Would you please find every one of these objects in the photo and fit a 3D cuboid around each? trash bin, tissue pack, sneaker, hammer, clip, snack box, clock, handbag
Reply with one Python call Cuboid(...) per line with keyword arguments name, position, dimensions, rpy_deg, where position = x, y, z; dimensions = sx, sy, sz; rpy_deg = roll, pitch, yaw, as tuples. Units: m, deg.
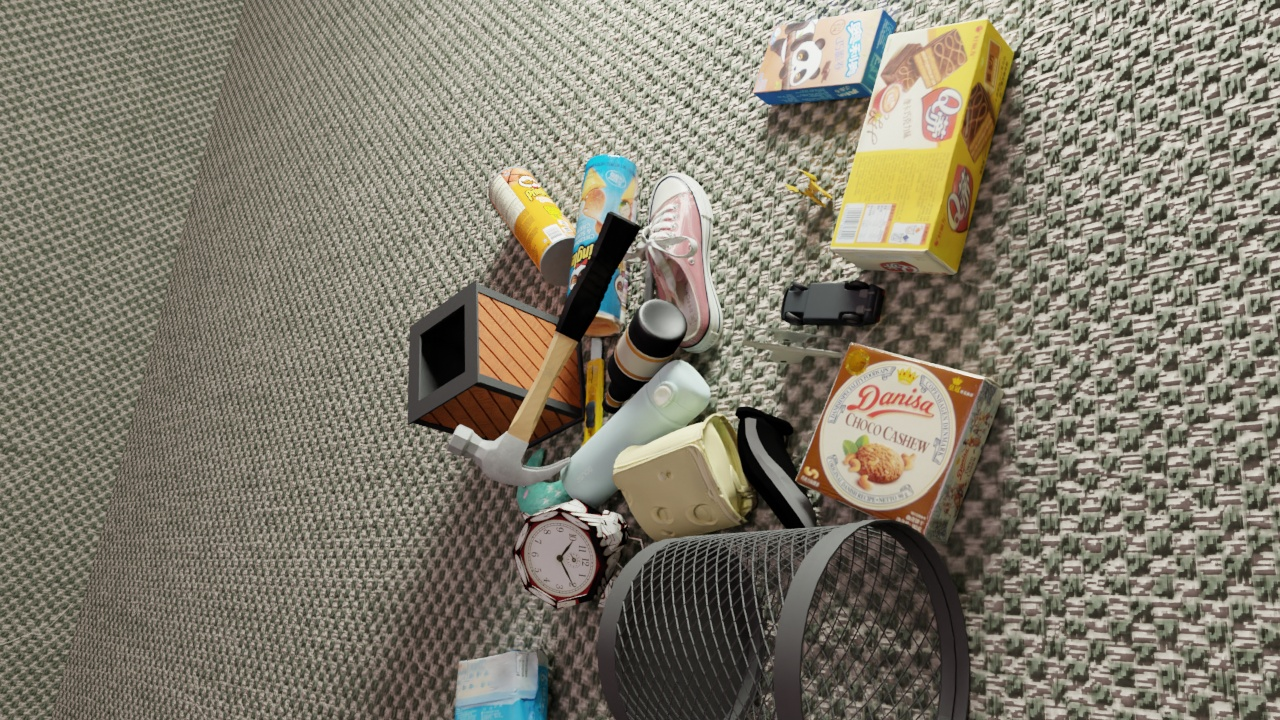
Cuboid(name="trash bin", position=(0.109, 0.242, 0.753), dimensions=(0.228, 0.217, 0.217), rpy_deg=(-11, 66, 47))
Cuboid(name="tissue pack", position=(-0.164, 0.394, 1.076), dimensions=(0.145, 0.061, 0.092), rpy_deg=(-24, 56, 35))
Cuboid(name="trash bin", position=(-0.183, 0.015, 1.172), dimensions=(0.140, 0.171, 0.139), rpy_deg=(-28, 55, 35))
Cuboid(name="sneaker", position=(0.035, -0.124, 1.069), dimensions=(0.119, 0.087, 0.240), rpy_deg=(-29, 55, 34))
Cuboid(name="hammer", position=(-0.090, -0.013, 1.039), dimensions=(0.328, 0.131, 0.039), rpy_deg=(-64, 5, -1))
Cuboid(name="clip", position=(0.152, -0.023, 0.933), dimensions=(0.058, 0.102, 0.050), rpy_deg=(106, 173, -86))
Cuboid(name="clip", position=(0.183, -0.186, 0.979), dimensions=(0.049, 0.054, 0.045), rpy_deg=(6, 96, 24))
Cuboid(name="snack box", position=(0.229, 0.069, 0.822), dimensions=(0.143, 0.041, 0.147), rpy_deg=(21, 90, 49))
Cuboid(name="snack box", position=(0.203, -0.336, 1.025), dimensions=(0.151, 0.034, 0.087), rpy_deg=(12, 83, 48))
Cuboid(name="snack box", position=(0.270, -0.201, 0.879), dimensions=(0.110, 0.061, 0.230), rpy_deg=(10, 81, 48))
Cuboid(name="clock", position=(-0.061, 0.217, 1.030), dimensions=(0.155, 0.065, 0.115), rpy_deg=(4, 97, 20))
Cuboid(name="handbag", position=(0.050, 0.126, 0.946), dimensions=(0.120, 0.081, 0.111), rpy_deg=(-24, 94, 33))

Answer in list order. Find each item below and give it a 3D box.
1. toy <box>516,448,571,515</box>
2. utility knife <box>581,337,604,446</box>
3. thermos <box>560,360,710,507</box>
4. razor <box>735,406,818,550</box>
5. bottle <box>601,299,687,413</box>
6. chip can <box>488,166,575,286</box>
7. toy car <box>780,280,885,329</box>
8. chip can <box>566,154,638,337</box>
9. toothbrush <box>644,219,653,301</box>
Cuboid(name="toy", position=(-0.123, 0.159, 1.157), dimensions=(0.105, 0.033, 0.085), rpy_deg=(22, 79, 49))
Cuboid(name="utility knife", position=(-0.059, 0.051, 1.149), dimensions=(0.031, 0.017, 0.178), rpy_deg=(-13, 61, 31))
Cuboid(name="thermos", position=(-0.005, 0.083, 1.034), dimensions=(0.207, 0.077, 0.065), rpy_deg=(-45, 68, 26))
Cuboid(name="razor", position=(0.134, 0.116, 0.896), dimensions=(0.060, 0.057, 0.156), rpy_deg=(-16, 56, 4))
Cuboid(name="bottle", position=(-0.006, 0.006, 1.049), dimensions=(0.182, 0.059, 0.059), rpy_deg=(122, 145, -50))
Cuboid(name="chip can", position=(-0.144, -0.192, 1.292), dimensions=(0.075, 0.075, 0.215), rpy_deg=(-53, 44, 16))
Cuboid(name="toy car", position=(0.191, -0.056, 0.919), dimensions=(0.112, 0.034, 0.046), rpy_deg=(4, 77, 46))
Cuboid(name="chip can", position=(-0.047, -0.146, 1.170), dimensions=(0.080, 0.079, 0.229), rpy_deg=(-12, 64, 43))
Cuboid(name="toothbrush", position=(0.012, -0.099, 1.140), dimensions=(0.013, 0.013, 0.167), rpy_deg=(-14, 66, 42))
